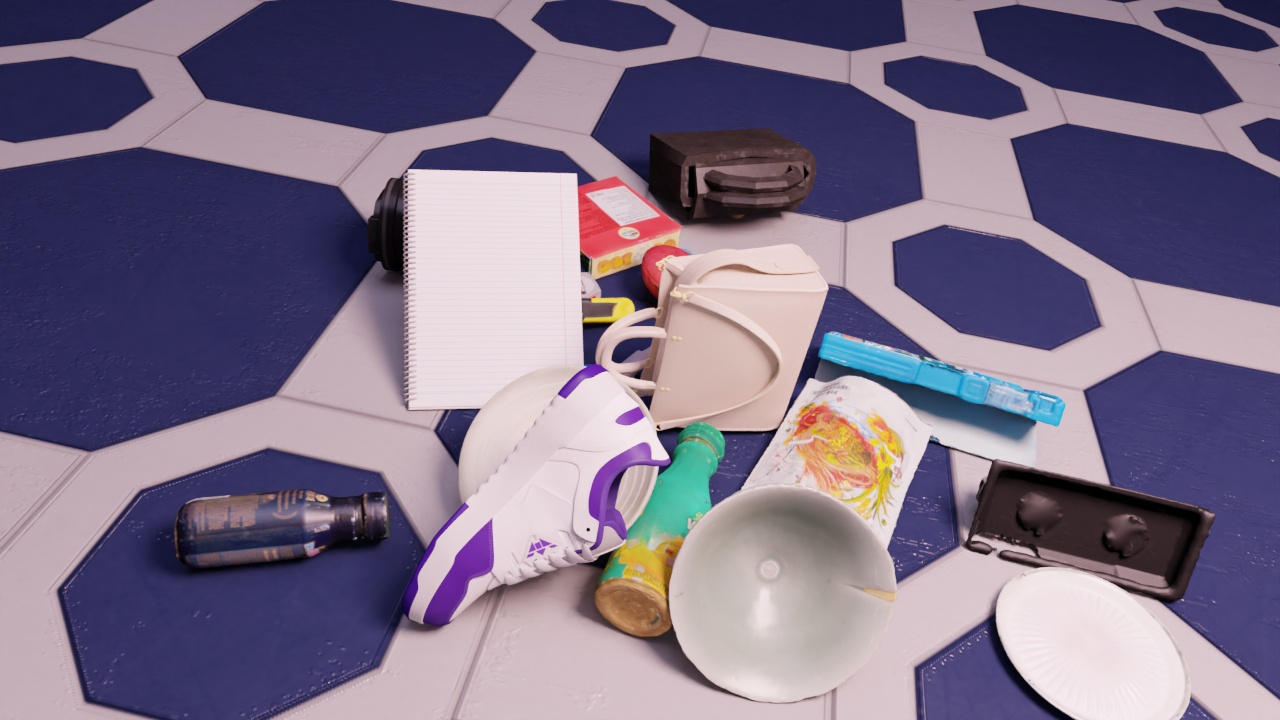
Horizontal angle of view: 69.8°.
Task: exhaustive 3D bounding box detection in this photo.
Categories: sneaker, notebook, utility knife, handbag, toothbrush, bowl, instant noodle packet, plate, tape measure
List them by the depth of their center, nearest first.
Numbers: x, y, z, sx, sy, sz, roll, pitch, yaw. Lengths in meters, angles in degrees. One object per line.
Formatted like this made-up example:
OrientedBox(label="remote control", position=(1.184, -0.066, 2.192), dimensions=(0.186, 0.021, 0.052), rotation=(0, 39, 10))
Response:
OrientedBox(label="sneaker", position=(-0.073, 0.127, 0.712), dimensions=(0.111, 0.244, 0.092), rotation=(40, 3, 6))
OrientedBox(label="bowl", position=(0.106, 0.176, 0.725), dimensions=(0.174, 0.174, 0.068), rotation=(4, 4, -5))
OrientedBox(label="plate", position=(0.373, 0.239, 0.763), dimensions=(0.157, 0.014, 0.156), rotation=(4, 40, -4))
OrientedBox(label="bowl", position=(-0.065, 0.095, 0.798), dimensions=(0.177, 0.058, 0.176), rotation=(-5, 66, 11))
OrientedBox(label="instant noodle packet", position=(0.169, 0.121, 0.844), dimensions=(0.147, 0.057, 0.268), rotation=(21, 47, 19))
OrientedBox(label="handbag", position=(0.054, -0.017, 0.871), dimensions=(0.197, 0.195, 0.101), rotation=(-3, 40, -18))
OrientedBox(label="notebook", position=(-0.150, -0.074, 0.932), dimensions=(0.178, 0.013, 0.245), rotation=(-1, 81, -11))
OrientedBox(label="toothbrush", position=(-0.019, 0.015, 0.945), dimensions=(0.019, 0.018, 0.187), rotation=(40, 54, 15))
OrientedBox(label="utility knife", position=(-0.086, -0.053, 0.990), dimensions=(0.187, 0.020, 0.028), rotation=(-4, 83, -35))
OrientedBox(label="tape measure", position=(-0.080, -0.078, 1.058), dimensions=(0.062, 0.020, 0.060), rotation=(-5, 35, -14))
OrientedBox(label="handbag", position=(0.135, -0.237, 1.221), dimensions=(0.197, 0.102, 0.199), rotation=(-7, 26, -17))

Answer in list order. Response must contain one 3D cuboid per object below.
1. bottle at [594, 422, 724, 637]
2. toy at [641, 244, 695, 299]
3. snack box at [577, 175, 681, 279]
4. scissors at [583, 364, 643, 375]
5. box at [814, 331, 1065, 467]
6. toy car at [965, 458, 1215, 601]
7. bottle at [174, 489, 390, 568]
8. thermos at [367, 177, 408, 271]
OrientedBox(label="bottle", position=(0.027, 0.134, 0.788), dimensions=(0.068, 0.068, 0.209), rotation=(17, 40, 10))
OrientedBox(label="toy", position=(0.046, -0.103, 1.084), dimensions=(0.092, 0.062, 0.132), rotation=(38, 26, 3))
OrientedBox(label="snack box", position=(-0.047, -0.170, 1.159), dimensions=(0.142, 0.040, 0.145), rotation=(-22, 49, -31))
OrientedBox(label="scissors", position=(-0.007, 0.004, 0.981), dimensions=(0.130, 0.022, 0.070), rotation=(-1, 43, -6))
OrientedBox(label="box", position=(0.302, 0.042, 0.965), dimensions=(0.243, 0.085, 0.091), rotation=(17, 4, 11))
OrientedBox(label="toy car", position=(0.401, 0.144, 0.843), dimensions=(0.192, 0.094, 0.071), rotation=(12, 15, 7))
OrientedBox(label="bottle", position=(-0.286, 0.133, 0.743), dimensions=(0.160, 0.056, 0.056), rotation=(-4, 41, -13))
OrientedBox(label="thermos", position=(-0.191, -0.147, 1.054), dimensions=(0.218, 0.106, 0.105), rotation=(5, 40, -3))
